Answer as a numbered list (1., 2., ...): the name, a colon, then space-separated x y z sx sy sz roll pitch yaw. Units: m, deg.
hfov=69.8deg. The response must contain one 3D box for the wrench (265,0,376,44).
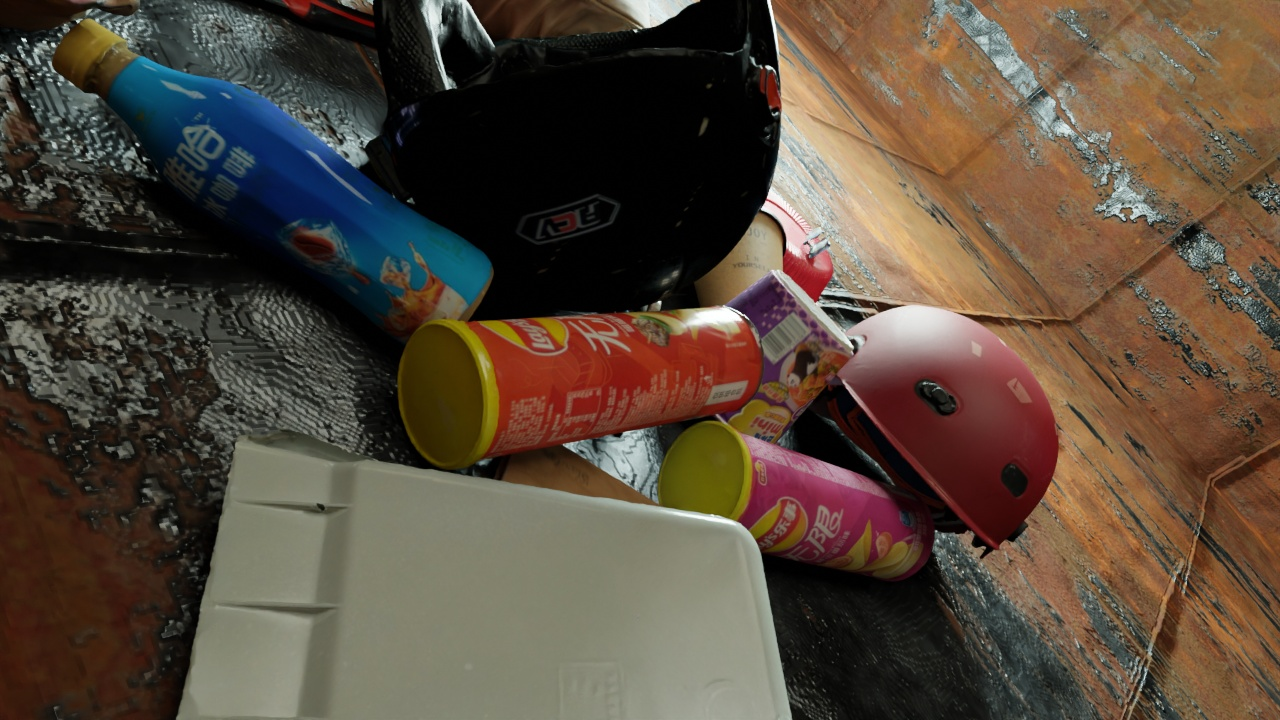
1. wrench: -0.232 -0.256 0.667 0.272 0.016 0.056 6 48 -51

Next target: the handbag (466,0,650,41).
1. handbag: -0.088 -0.302 0.805 0.204 0.148 0.099 9 75 -49

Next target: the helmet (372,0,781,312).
1. helmet: -0.028 -0.139 0.557 0.274 0.234 0.230 -72 149 -61

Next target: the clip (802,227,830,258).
1. clip: 0.171 -0.115 0.889 0.038 0.026 0.058 54 18 -9

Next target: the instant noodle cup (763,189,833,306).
1. instant noodle cup: 0.127 -0.114 0.922 0.194 0.066 0.193 35 29 -23

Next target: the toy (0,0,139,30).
1. toy: -0.321 -0.227 0.402 0.199 0.130 0.140 42 10 -25

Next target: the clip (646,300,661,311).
1. clip: -0.007 0.005 0.621 0.035 0.092 0.103 36 64 -20

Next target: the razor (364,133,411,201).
1. razor: -0.155 -0.155 0.622 0.043 0.028 0.132 58 22 -31

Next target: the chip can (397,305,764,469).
1. chip can: -0.021 0.008 0.503 0.216 0.073 0.073 -7 57 -45

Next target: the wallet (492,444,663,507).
1. wallet: -0.028 0.091 0.478 0.115 0.020 0.101 35 28 -14

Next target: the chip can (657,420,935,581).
1. chip can: 0.109 0.098 0.601 0.210 0.072 0.071 21 36 -40

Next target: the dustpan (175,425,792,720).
1. dustpan: -0.031 0.163 0.357 0.257 0.143 0.222 4 50 -13

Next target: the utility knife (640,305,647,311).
1. utility knife: -0.013 -0.116 0.741 0.031 0.020 0.196 21 46 -57

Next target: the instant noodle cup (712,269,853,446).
1. instant noodle cup: 0.091 -0.004 0.663 0.111 0.099 0.111 43 13 -13

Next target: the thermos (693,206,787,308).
1. thermos: 0.083 -0.066 0.777 0.093 0.093 0.143 30 39 -28

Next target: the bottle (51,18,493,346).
1. bottle: -0.177 -0.086 0.457 0.218 0.065 0.065 36 29 -18

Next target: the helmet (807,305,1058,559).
1. helmet: 0.240 0.039 0.718 0.207 0.144 0.240 45 1 0

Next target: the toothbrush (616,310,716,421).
1. toothbrush: 0.028 0.016 0.664 0.016 0.014 0.189 -34 79 -38
